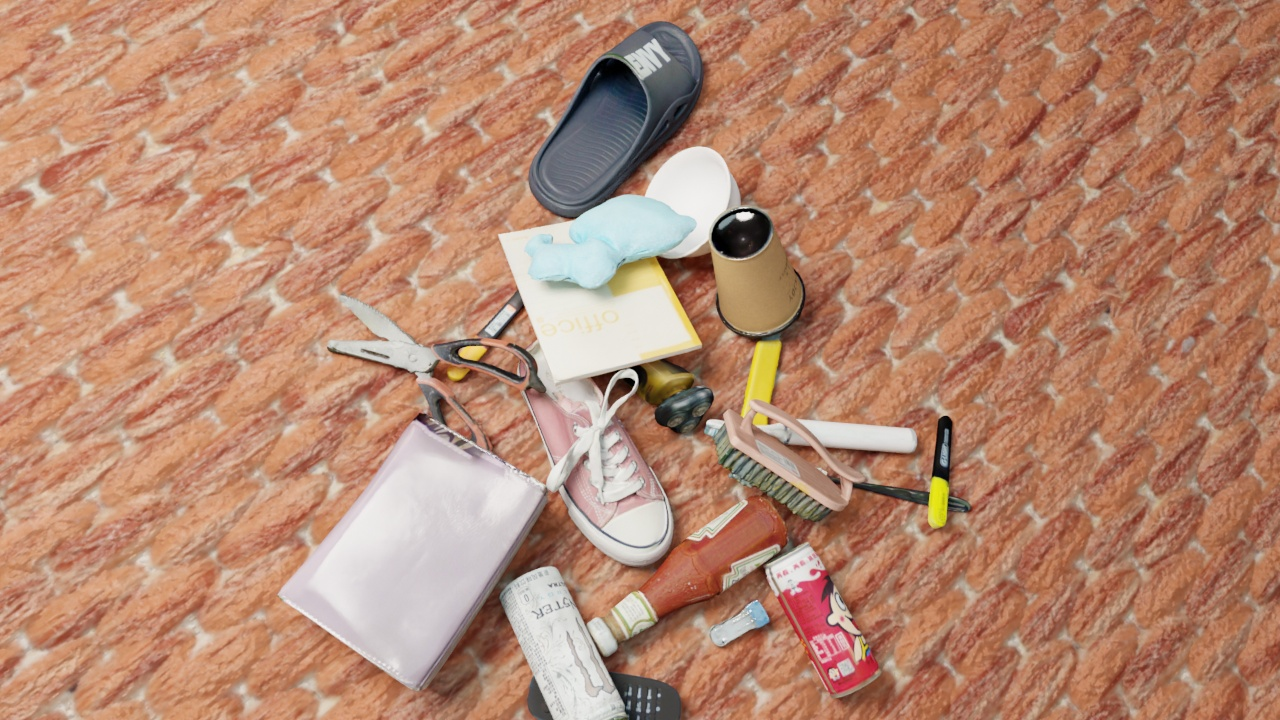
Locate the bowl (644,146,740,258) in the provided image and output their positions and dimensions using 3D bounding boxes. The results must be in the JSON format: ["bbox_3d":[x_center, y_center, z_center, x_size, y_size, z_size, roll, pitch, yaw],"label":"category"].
[{"bbox_3d":[0.065,-0.153,0.949,0.064,0.119,0.118,17,65,-43],"label":"bowl"}]

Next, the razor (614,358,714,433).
[{"bbox_3d":[-0.005,0.005,0.902,0.167,0.062,0.067,40,41,10],"label":"razor"}]

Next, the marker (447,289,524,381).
[{"bbox_3d":[-0.148,-0.028,0.909,0.018,0.015,0.123,37,68,2],"label":"marker"}]

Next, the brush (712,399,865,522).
[{"bbox_3d":[0.141,0.097,0.862,0.145,0.063,0.073,33,107,-15],"label":"brush"}]

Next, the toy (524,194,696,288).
[{"bbox_3d":[-0.029,-0.121,0.903,0.161,0.050,0.155,6,46,16],"label":"toy"}]

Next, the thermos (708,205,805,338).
[{"bbox_3d":[0.111,-0.087,0.905,0.093,0.143,0.093,-7,62,13],"label":"thermos"}]

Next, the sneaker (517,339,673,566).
[{"bbox_3d":[-0.044,0.078,0.852,0.118,0.088,0.241,-25,77,-16],"label":"sneaker"}]

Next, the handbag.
[{"bbox_3d":[-0.190,0.163,0.796,0.145,0.099,0.196,33,71,1],"label":"handbag"}]

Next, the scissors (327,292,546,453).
[{"bbox_3d":[-0.192,0.010,0.859,0.189,0.015,0.224,-25,95,19],"label":"scissors"}]

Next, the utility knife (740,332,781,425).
[{"bbox_3d":[0.121,0.036,0.931,0.033,0.015,0.177,19,69,-11],"label":"utility knife"}]

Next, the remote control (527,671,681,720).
[{"bbox_3d":[-0.032,0.304,0.815,0.136,0.024,0.053,9,67,-3],"label":"remote control"}]

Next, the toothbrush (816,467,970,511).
[{"bbox_3d":[0.248,0.130,0.922,0.181,0.018,0.015,12,63,-7],"label":"toothbrush"}]

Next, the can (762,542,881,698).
[{"bbox_3d":[0.167,0.239,0.853,0.053,0.053,0.132,-25,78,-16],"label":"can"}]

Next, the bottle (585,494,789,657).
[{"bbox_3d":[0.043,0.200,0.844,0.205,0.060,0.060,-31,80,-17],"label":"bottle"}]

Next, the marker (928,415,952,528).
[{"bbox_3d":[0.306,0.111,0.930,0.018,0.015,0.123,20,61,-9],"label":"marker"}]

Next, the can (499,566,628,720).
[{"bbox_3d":[-0.067,0.254,0.790,0.058,0.058,0.146,-23,62,-16],"label":"can"}]

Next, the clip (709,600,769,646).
[{"bbox_3d":[0.091,0.248,0.858,0.058,0.044,0.027,-27,80,-11],"label":"clip"}]

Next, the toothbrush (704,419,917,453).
[{"bbox_3d":[0.170,0.073,0.910,0.221,0.026,0.026,5,115,-14],"label":"toothbrush"}]

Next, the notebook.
[{"bbox_3d":[-0.044,-0.069,0.899,0.145,0.010,0.206,-14,51,-14],"label":"notebook"}]

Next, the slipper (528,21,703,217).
[{"bbox_3d":[-0.017,-0.268,0.972,0.110,0.083,0.267,35,72,1],"label":"slipper"}]
